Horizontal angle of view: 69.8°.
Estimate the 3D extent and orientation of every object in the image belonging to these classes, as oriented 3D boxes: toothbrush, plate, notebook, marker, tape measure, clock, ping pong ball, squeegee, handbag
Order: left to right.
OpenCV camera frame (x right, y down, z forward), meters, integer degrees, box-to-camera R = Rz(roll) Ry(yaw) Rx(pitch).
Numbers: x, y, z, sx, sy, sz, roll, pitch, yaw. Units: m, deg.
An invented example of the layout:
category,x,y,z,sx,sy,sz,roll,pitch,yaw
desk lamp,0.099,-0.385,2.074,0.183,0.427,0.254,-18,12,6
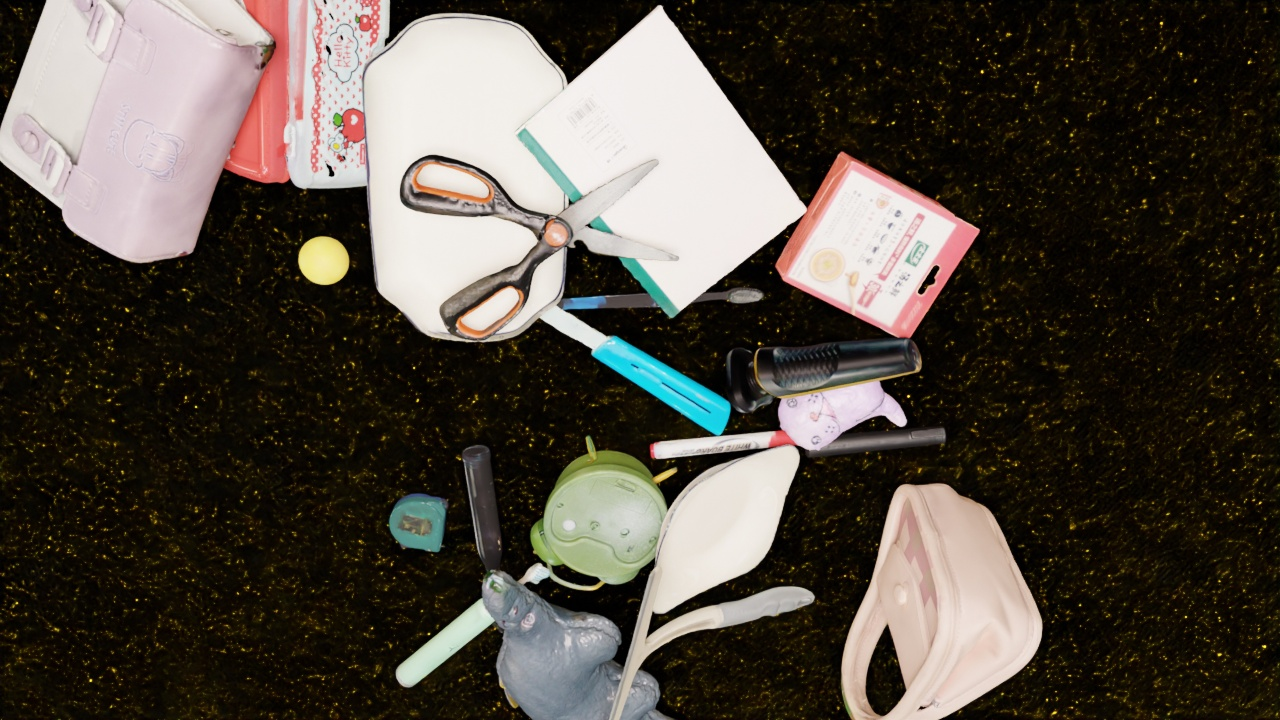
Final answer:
category,x,y,z,sx,sy,sz,roll,pitch,yaw
handbag,-0.365,-0.189,0.665,0.145,0.098,0.197,40,116,2
ping pong ball,-0.266,-0.084,0.772,0.040,0.040,0.040,-1,113,-2
tape measure,-0.214,0.157,0.887,0.054,0.025,0.058,9,112,-7
plate,-0.140,-0.144,0.754,0.162,0.034,0.266,1,113,-3
toothbrush,-0.170,0.263,0.917,0.027,0.026,0.225,36,117,-27
toothbrush,-0.149,0.181,0.900,0.027,0.026,0.213,13,119,30
clock,-0.039,0.156,0.876,0.116,0.056,0.161,22,111,-10
toothbrush,0.015,-0.053,0.809,0.189,0.016,0.014,-2,107,0
notebook,0.021,-0.153,0.747,0.150,0.012,0.209,-39,116,6
squeegee,0.071,0.253,0.887,0.246,0.039,0.247,-10,127,-35
plate,0.071,0.149,0.856,0.164,0.034,0.164,-15,130,-36
marker,0.082,0.079,0.868,0.145,0.017,0.017,-6,113,0
marker,0.222,0.076,0.869,0.132,0.022,0.020,-5,77,0
handbag,0.256,0.251,0.865,0.093,0.193,0.235,19,121,-8

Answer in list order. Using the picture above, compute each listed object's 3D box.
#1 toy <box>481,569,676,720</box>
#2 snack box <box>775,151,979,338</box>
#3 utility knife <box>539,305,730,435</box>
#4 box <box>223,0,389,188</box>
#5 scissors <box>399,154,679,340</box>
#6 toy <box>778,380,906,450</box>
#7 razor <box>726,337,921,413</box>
category,x,y,z,sx,sy,sz,roll,pitch,yaw
toy,-0.064,0.315,0.910,0.138,0.091,0.356,-18,126,32
snack box,0.199,-0.096,0.781,0.127,0.044,0.113,25,110,-11
utility knife,-0.005,0.005,0.832,0.209,0.018,0.034,31,109,-14
box,-0.261,-0.239,0.708,0.112,0.099,0.202,22,117,26
scissors,-0.091,-0.100,0.737,0.230,0.021,0.221,33,112,-14
toy,0.179,0.042,0.840,0.108,0.039,0.084,-27,88,8
razor,0.159,0.008,0.805,0.168,0.062,0.067,-9,152,17
